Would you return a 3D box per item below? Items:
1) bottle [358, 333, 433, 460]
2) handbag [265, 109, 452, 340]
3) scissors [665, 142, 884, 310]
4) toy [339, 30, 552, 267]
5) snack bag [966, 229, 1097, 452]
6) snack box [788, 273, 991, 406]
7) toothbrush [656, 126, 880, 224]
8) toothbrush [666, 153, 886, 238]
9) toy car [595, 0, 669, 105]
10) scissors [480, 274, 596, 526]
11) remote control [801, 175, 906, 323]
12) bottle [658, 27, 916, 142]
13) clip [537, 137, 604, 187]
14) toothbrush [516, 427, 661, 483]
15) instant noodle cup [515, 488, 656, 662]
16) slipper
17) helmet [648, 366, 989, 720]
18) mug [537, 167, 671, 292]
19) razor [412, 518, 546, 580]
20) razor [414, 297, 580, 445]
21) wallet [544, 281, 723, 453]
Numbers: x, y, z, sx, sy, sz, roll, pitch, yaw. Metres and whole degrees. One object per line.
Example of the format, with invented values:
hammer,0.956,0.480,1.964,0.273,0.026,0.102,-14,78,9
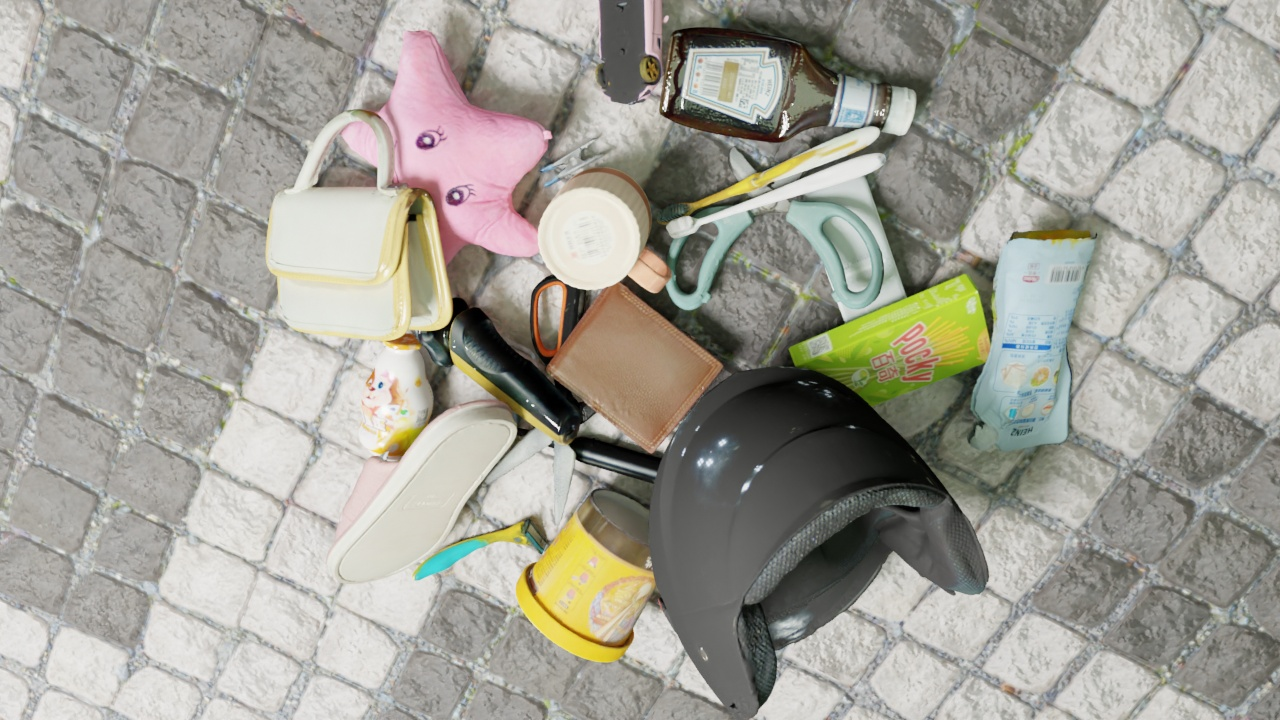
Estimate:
bottle,-0.215,0.031,0.813,0.063,0.063,0.108,10,109,0
handbag,-0.236,-0.107,0.733,0.164,0.063,0.179,7,110,32
scissors,0.110,-0.086,0.752,0.170,0.019,0.171,42,106,11
toy,-0.149,-0.164,0.732,0.179,0.074,0.195,-14,110,24
snack bag,0.326,-0.012,0.762,0.110,0.039,0.191,-10,113,-30
snack box,0.212,-0.007,0.772,0.156,0.026,0.086,-23,132,10
toothbrush,0.097,-0.146,0.731,0.192,0.018,0.016,-19,85,22
toothbrush,0.106,-0.132,0.730,0.180,0.016,0.016,-17,79,14
toy car,-0.007,-0.260,0.706,0.056,0.037,0.122,9,104,40
scissors,-0.057,0.028,0.809,0.221,0.021,0.228,-20,99,4
remote control,0.180,-0.087,0.766,0.056,0.020,0.136,-21,104,10
bottle,0.115,-0.210,0.719,0.195,0.044,0.080,9,109,0
clip,-0.058,-0.164,0.756,0.058,0.025,0.036,-26,97,12
toothbrush,-0.046,0.082,0.838,0.212,0.026,0.027,17,124,-1
instant noodle cup,-0.035,0.188,0.830,0.118,0.118,0.114,31,100,-6
slipper,-0.198,0.113,0.804,0.275,0.114,0.054,-50,56,35
helmet,0.120,0.140,0.741,0.233,0.230,0.275,-21,152,-15
mug,-0.023,-0.096,0.733,0.114,0.105,0.082,40,107,-9
razor,-0.158,0.183,0.878,0.133,0.028,0.043,-20,137,8
razor,-0.118,0.012,0.776,0.167,0.062,0.068,39,127,14
wallet,-0.005,0.005,0.779,0.124,0.032,0.101,38,95,-5
